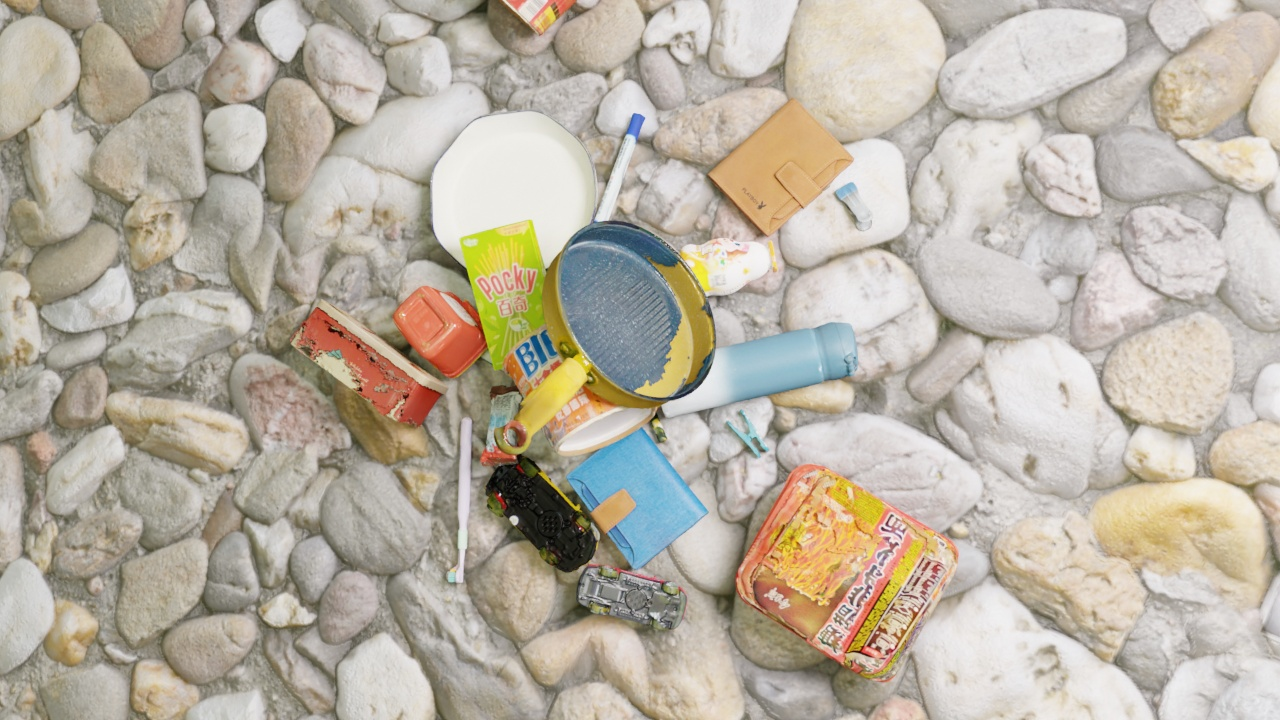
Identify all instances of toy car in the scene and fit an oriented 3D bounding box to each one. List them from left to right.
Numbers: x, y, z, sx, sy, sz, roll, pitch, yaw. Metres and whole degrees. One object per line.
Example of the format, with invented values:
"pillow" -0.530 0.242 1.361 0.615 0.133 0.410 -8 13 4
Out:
"toy car" -0.110 0.172 1.028 0.156 0.041 0.071 41 91 18
"toy car" -0.009 0.255 0.998 0.120 0.045 0.053 17 88 0

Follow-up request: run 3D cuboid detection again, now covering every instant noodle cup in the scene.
"instant noodle cup" -0.125 -0.458 1.071 0.138 0.137 0.109 44 98 12
"instant noodle cup" -0.057 0.027 0.976 0.151 0.151 0.111 -28 72 6
"instant noodle cup" 0.208 0.214 0.946 0.189 0.079 0.164 31 89 11

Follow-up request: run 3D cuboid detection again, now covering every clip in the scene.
"clip" 0.121 0.082 1.013 0.041 0.014 0.056 -40 78 4
"clip" 0.241 -0.172 1.024 0.024 0.028 0.056 -29 70 3

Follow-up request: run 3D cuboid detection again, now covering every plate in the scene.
"plate" -0.147 -0.190 1.081 0.205 0.045 0.204 -1 84 11

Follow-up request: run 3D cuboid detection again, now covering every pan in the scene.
"pan" -0.039 -0.012 0.860 0.197 0.356 0.078 50 136 -7

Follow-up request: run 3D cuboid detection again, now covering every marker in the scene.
"marker" -0.026 -0.220 1.077 0.017 0.017 0.145 19 86 12

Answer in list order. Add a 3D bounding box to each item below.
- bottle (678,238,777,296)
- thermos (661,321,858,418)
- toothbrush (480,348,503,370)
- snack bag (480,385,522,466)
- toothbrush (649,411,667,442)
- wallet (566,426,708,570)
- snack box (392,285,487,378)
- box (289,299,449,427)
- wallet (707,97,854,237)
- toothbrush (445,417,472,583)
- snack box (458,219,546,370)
"bottle" 0.095 -0.105 1.016 0.108 0.063 0.063 -11 81 9
"thermos" 0.126 0.008 0.997 0.220 0.070 0.070 -13 80 8
"toothbrush" -0.108 0.032 1.062 0.192 0.018 0.016 28 89 15
"snack bag" -0.157 0.072 1.046 0.045 0.026 0.105 -7 58 16
"toothbrush" -0.006 0.006 1.047 0.017 0.012 0.185 -22 79 -4
"wallet" -0.005 0.149 1.017 0.106 0.040 0.133 -38 76 -1
"snack box" -0.229 -0.038 1.053 0.082 0.080 0.091 -44 69 2
"box" -0.318 0.011 1.062 0.168 0.091 0.078 34 86 13
"wallet" 0.158 -0.217 1.037 0.132 0.031 0.108 -41 76 4
"toothbrush" -0.208 0.160 1.061 0.021 0.029 0.189 7 80 -29
"snack box" -0.144 -0.073 1.037 0.086 0.026 0.156 -12 98 10
